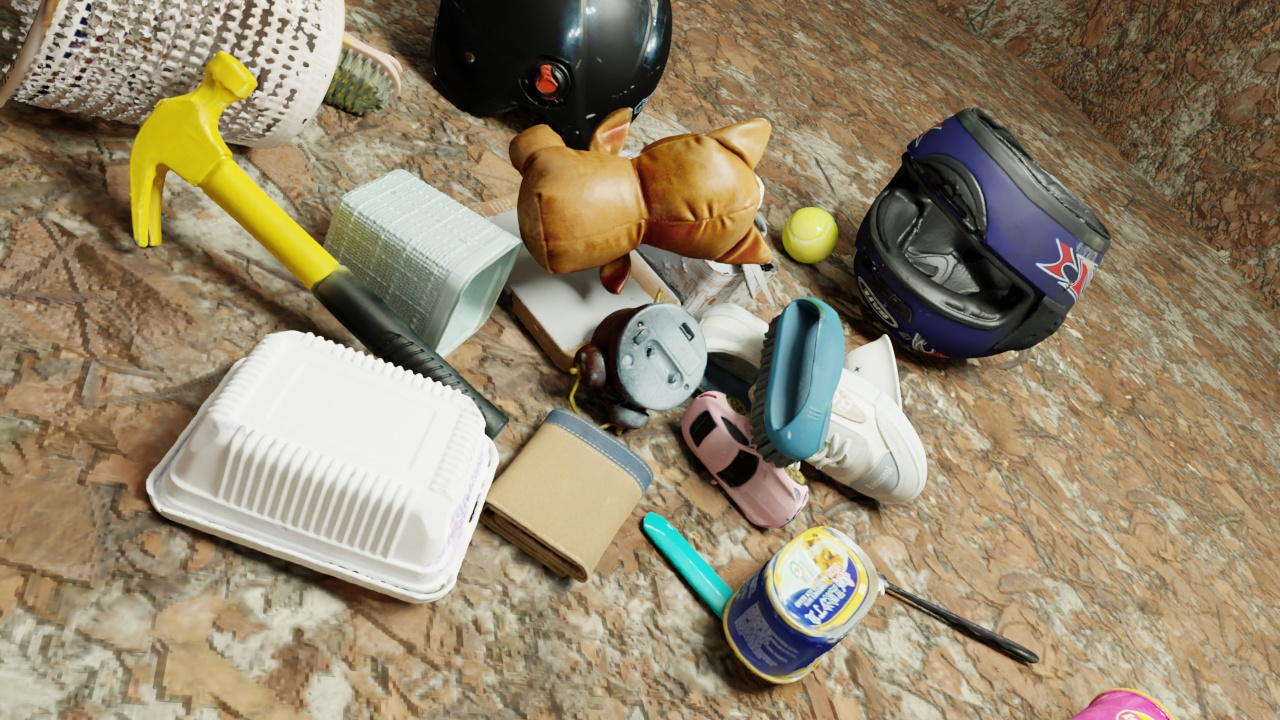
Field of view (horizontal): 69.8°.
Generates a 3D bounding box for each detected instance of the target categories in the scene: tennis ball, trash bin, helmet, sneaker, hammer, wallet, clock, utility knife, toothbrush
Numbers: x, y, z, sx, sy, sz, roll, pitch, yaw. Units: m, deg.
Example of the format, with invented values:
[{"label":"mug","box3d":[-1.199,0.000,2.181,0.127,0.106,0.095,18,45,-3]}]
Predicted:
[{"label":"tennis ball","box3d":[0.199,-0.147,1.078,0.065,0.066,0.065,23,37,-18]},{"label":"trash bin","box3d":[-0.330,-0.251,0.647,0.192,0.228,0.227,14,39,-48]},{"label":"helmet","box3d":[-0.076,-0.357,0.969,0.275,0.231,0.232,50,34,-14]},{"label":"sneaker","box3d":[0.137,0.049,0.775,0.242,0.090,0.090,36,37,2]},{"label":"hammer","box3d":[-0.206,-0.052,0.604,0.300,0.129,0.033,44,5,-7]},{"label":"wallet","box3d":[-0.049,0.089,0.622,0.090,0.033,0.115,34,35,2]},{"label":"clock","box3d":[-0.004,0.004,0.709,0.121,0.055,0.082,-45,114,-20]},{"label":"helmet","box3d":[0.356,-0.122,1.018,0.314,0.241,0.247,3,46,-53]},{"label":"utility knife","box3d":[0.054,0.163,0.638,0.151,0.013,0.029,46,33,19]},{"label":"toothbrush","box3d":[0.251,0.211,0.745,0.181,0.016,0.018,27,42,-12]}]

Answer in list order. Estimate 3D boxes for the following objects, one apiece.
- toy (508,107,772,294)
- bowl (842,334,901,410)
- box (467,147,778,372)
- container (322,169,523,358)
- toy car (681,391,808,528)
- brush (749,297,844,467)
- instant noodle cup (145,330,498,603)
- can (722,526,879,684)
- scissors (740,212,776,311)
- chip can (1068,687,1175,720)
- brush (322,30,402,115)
[{"label":"toy","box3d":[0.004,-0.125,0.711,0.199,0.140,0.130,-5,38,3]},{"label":"bowl","box3d":[0.202,0.038,0.851,0.065,0.118,0.118,-5,37,9]},{"label":"box","box3d":[-0.016,-0.098,0.824,0.178,0.105,0.259,50,32,19]},{"label":"container","box3d":[-0.163,-0.072,0.666,0.111,0.090,0.089,34,34,3]},{"label":"toy car","box3d":[0.078,0.078,0.719,0.122,0.056,0.037,50,33,19]},{"label":"brush","box3d":[0.126,0.009,0.700,0.055,0.074,0.143,24,55,-14]},{"label":"instant noodle cup","box3d":[-0.168,0.048,0.527,0.173,0.060,0.137,23,37,-9]},{"label":"can","box3d":[0.114,0.164,0.634,0.074,0.049,0.147,47,27,17]},{"label":"scissors","box3d":[0.099,-0.105,0.839,0.168,0.014,0.155,50,31,18]},{"label":"chip can","box3d":[0.307,0.294,0.644,0.210,0.072,0.071,-3,50,-42]},{"label":"brush","box3d":[-0.285,-0.274,0.820,0.145,0.063,0.073,19,48,-24]}]
